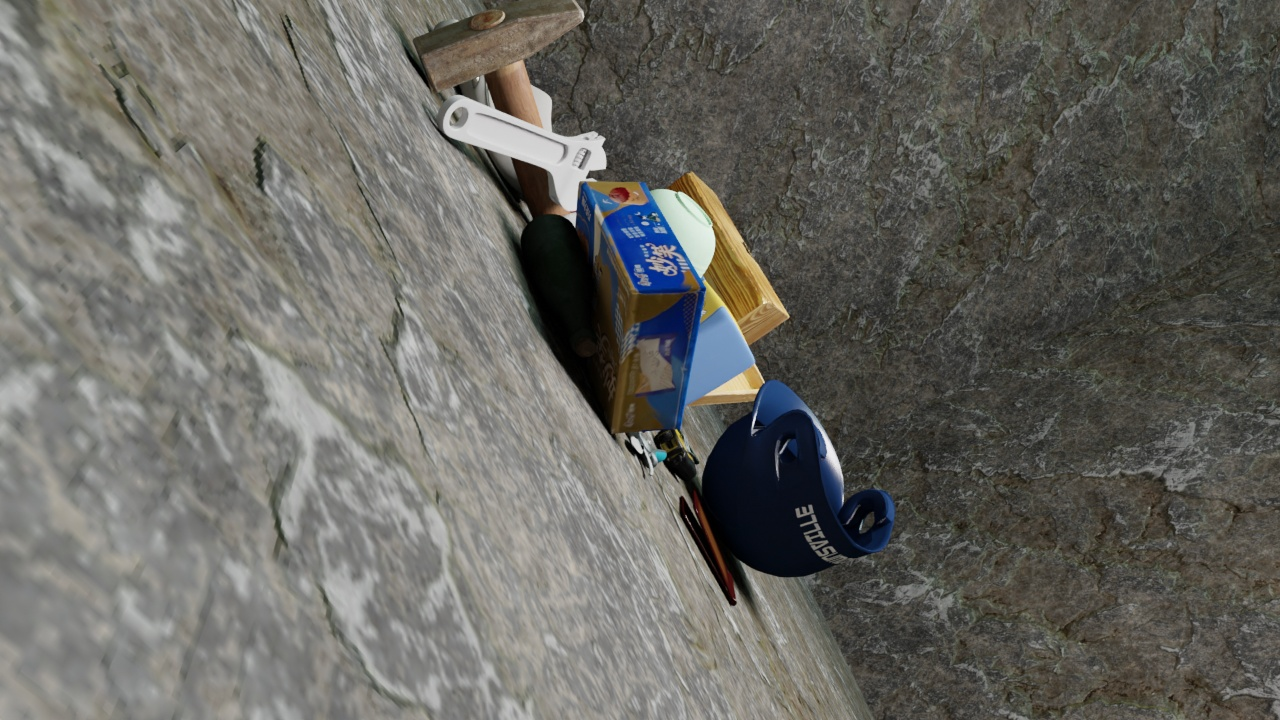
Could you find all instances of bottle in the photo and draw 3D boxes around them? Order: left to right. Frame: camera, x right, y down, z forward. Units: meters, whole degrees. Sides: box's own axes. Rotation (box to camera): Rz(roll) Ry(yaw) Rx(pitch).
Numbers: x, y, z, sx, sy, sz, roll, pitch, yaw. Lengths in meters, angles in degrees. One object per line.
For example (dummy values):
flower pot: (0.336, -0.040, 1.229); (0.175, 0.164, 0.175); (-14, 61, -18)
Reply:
bottle: (-0.067, -0.064, 0.819); (0.055, 0.055, 0.174); (57, 8, -43)

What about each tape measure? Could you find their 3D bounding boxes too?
tape measure: (0.044, 0.109, 1.112); (0.061, 0.034, 0.062); (62, 4, 33)

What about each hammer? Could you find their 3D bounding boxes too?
hammer: (-0.111, -0.230, 0.967); (0.301, 0.158, 0.037); (75, -11, -52)

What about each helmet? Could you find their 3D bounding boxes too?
helmet: (0.193, 0.156, 1.227); (0.232, 0.224, 0.271); (41, 45, -33)

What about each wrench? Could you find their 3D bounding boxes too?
wrench: (-0.109, -0.201, 0.898); (0.018, 0.087, 0.272); (36, 17, 23)

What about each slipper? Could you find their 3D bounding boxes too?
slipper: (-0.157, -0.313, 1.080); (0.265, 0.081, 0.113); (63, 15, 23)

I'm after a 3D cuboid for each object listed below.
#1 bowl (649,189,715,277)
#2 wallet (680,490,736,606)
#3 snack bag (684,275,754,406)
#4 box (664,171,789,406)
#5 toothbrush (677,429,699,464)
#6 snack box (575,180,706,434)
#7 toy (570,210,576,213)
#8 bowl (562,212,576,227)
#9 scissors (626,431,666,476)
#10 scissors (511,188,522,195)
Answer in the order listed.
bowl: (0.051, -0.186, 1.286); (0.151, 0.077, 0.150); (38, 21, -19)
wallet: (0.077, 0.207, 1.022); (0.091, 0.018, 0.115); (-71, 135, -84)
snack bag: (0.050, -0.039, 1.296); (0.102, 0.159, 0.205); (56, 5, -35)
box: (0.095, -0.079, 1.561); (0.323, 0.284, 0.279); (27, 33, -60)
toothbrush: (0.035, 0.073, 1.360); (0.189, 0.017, 0.016); (61, 5, 11)
snack box: (-0.011, -0.054, 0.855); (0.202, 0.069, 0.155); (-113, -156, -50)
toy: (-0.031, -0.162, 1.321); (0.192, 0.097, 0.236); (53, 31, 3)
bowl: (-0.059, -0.113, 1.008); (0.116, 0.065, 0.116); (58, -5, 8)
scissors: (0.006, 0.084, 0.946); (0.124, 0.019, 0.153); (56, 9, -40)
scissors: (-0.102, -0.194, 1.158); (0.216, 0.016, 0.224); (55, 19, -1)
